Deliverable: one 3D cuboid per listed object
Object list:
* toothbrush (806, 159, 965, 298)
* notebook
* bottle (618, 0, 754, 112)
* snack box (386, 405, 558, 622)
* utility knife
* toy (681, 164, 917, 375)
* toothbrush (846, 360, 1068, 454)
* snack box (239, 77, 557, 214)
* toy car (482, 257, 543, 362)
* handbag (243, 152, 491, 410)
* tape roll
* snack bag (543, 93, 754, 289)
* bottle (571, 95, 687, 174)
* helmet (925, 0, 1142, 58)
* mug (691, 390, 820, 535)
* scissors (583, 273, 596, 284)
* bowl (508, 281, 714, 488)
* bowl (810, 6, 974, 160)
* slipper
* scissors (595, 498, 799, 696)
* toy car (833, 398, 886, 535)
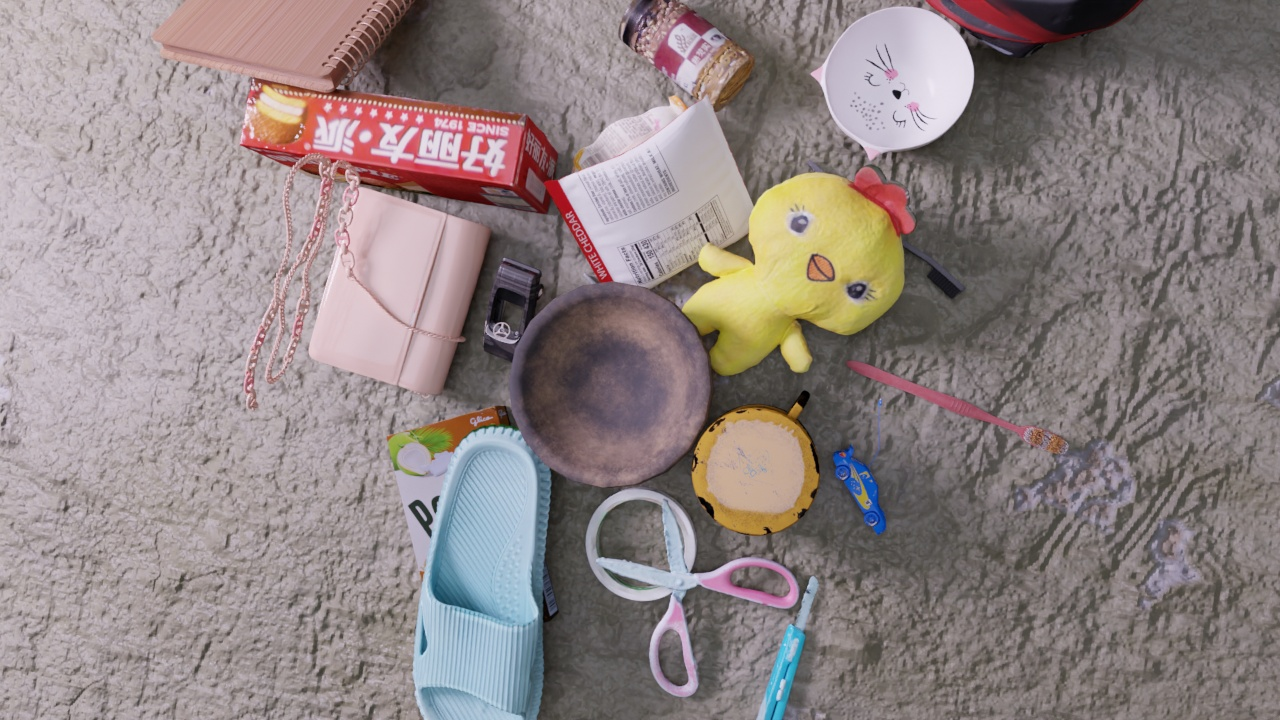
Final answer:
[{"bbox_3d":[0.201,-0.111,0.761,0.167,0.012,0.013,44,102,7],"label":"toothbrush"},{"bbox_3d":[-0.277,-0.311,0.775,0.169,0.022,0.209,15,56,10],"label":"notebook"},{"bbox_3d":[0.039,-0.261,0.768,0.105,0.056,0.056,40,93,7],"label":"bottle"},{"bbox_3d":[-0.145,0.142,0.792,0.101,0.031,0.186,-16,86,7],"label":"snack box"},{"bbox_3d":[0.119,0.249,0.758,0.022,0.015,0.148,16,89,-8],"label":"utility knife"},{"bbox_3d":[0.125,-0.069,0.735,0.208,0.092,0.134,-38,94,15],"label":"toy"},{"bbox_3d":[0.255,0.036,0.747,0.184,0.015,0.015,22,97,10],"label":"toothbrush"},{"bbox_3d":[-0.197,-0.178,0.771,0.236,0.113,0.060,10,90,9],"label":"snack box"},{"bbox_3d":[-0.110,-0.040,0.778,0.040,0.037,0.092,21,124,7],"label":"toy car"},{"bbox_3d":[-0.208,-0.043,0.730,0.116,0.187,0.199,18,94,2],"label":"handbag"},{"bbox_3d":[0.001,0.155,0.778,0.094,0.018,0.094,0,87,9],"label":"tape roll"},{"bbox_3d":[0.015,-0.124,0.743,0.144,0.039,0.131,-29,126,2],"label":"snack bag"},{"bbox_3d":[-0.003,-0.174,0.767,0.109,0.063,0.063,-37,83,5],"label":"bottle"},{"bbox_3d":[0.284,-0.363,0.681,0.217,0.167,0.272,-16,86,7],"label":"helmet"},{"bbox_3d":[0.098,0.075,0.727,0.100,0.094,0.124,34,93,8],"label":"mug"},{"bbox_3d":[-0.026,0.008,0.789,0.120,0.014,0.159,26,88,7],"label":"scissors"},{"bbox_3d":[-0.020,0.020,0.743,0.162,0.070,0.162,-1,87,10],"label":"bowl"},{"bbox_3d":[0.206,-0.221,0.745,0.115,0.050,0.114,0,88,8],"label":"bowl"},{"bbox_3d":[-0.129,0.189,0.738,0.116,0.069,0.276,6,88,11],"label":"slipper"},{"bbox_3d":[0.041,0.202,0.758,0.170,0.013,0.175,14,98,-5],"label":"scissors"},{"bbox_3d":[0.192,0.087,0.742,0.062,0.033,0.092,-33,84,13],"label":"toy car"}]
